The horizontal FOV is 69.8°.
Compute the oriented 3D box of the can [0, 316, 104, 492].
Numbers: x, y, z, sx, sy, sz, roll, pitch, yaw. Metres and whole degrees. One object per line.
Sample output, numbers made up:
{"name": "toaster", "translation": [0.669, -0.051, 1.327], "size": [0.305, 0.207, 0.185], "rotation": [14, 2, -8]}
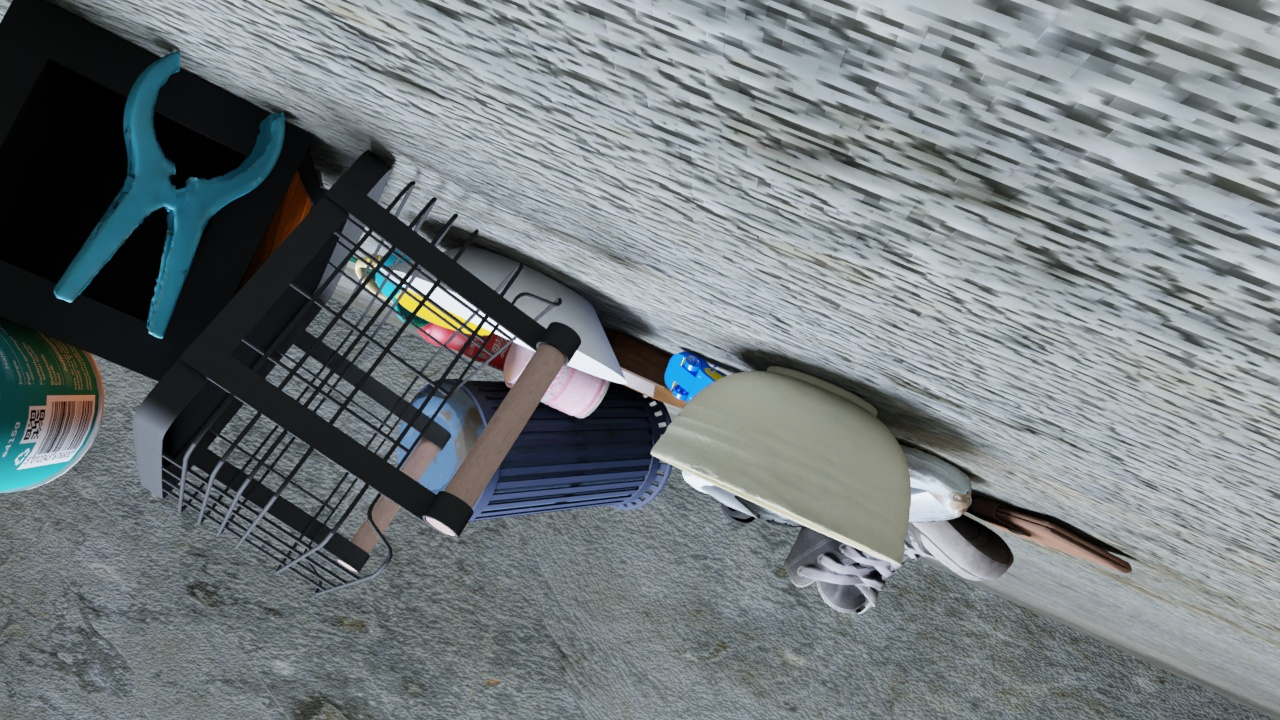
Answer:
{"name": "can", "translation": [-0.332, 0.020, 0.427], "size": [0.099, 0.099, 0.144], "rotation": [25, 174, -9]}

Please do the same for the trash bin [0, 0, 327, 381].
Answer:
{"name": "trash bin", "translation": [-0.275, -0.079, 0.512], "size": [0.139, 0.139, 0.172], "rotation": [26, 174, -15]}

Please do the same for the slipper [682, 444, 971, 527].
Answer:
{"name": "slipper", "translation": [0.134, 0.082, 0.695], "size": [0.111, 0.063, 0.264], "rotation": [28, 160, -21]}

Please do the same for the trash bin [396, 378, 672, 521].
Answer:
{"name": "trash bin", "translation": [-0.099, 0.083, 0.879], "size": [0.139, 0.139, 0.249], "rotation": [19, -169, 40]}

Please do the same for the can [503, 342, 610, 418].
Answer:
{"name": "can", "translation": [-0.073, 0.007, 0.804], "size": [0.076, 0.067, 0.067], "rotation": [26, 174, -26]}

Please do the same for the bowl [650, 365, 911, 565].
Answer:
{"name": "bowl", "translation": [0.088, 0.050, 0.518], "size": [0.151, 0.075, 0.151], "rotation": [24, 175, 2]}

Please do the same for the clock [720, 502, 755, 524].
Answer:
{"name": "clock", "translation": [0.109, 0.107, 0.865], "size": [0.042, 0.091, 0.121], "rotation": [15, 163, -16]}

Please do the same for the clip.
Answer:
{"name": "clip", "translation": [-0.225, -0.085, 0.406], "size": [0.030, 0.130, 0.120], "rotation": [21, 157, 49]}

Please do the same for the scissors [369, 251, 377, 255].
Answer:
{"name": "scissors", "translation": [-0.183, -0.064, 0.876], "size": [0.201, 0.015, 0.206], "rotation": [28, 174, -38]}

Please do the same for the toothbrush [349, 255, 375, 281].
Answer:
{"name": "toothbrush", "translation": [-0.329, -0.116, 0.975], "size": [0.016, 0.017, 0.190], "rotation": [22, 174, 16]}

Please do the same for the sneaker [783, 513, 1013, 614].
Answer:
{"name": "sneaker", "translation": [0.199, 0.157, 0.745], "size": [0.095, 0.120, 0.235], "rotation": [27, 177, -21]}

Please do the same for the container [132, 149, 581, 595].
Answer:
{"name": "container", "translation": [-0.153, 0.024, 0.486], "size": [0.130, 0.162, 0.242], "rotation": [37, 151, -13]}

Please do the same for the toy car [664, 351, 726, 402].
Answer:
{"name": "toy car", "translation": [0.069, 0.021, 0.613], "size": [0.092, 0.033, 0.061], "rotation": [39, -138, 23]}

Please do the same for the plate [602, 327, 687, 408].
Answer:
{"name": "plate", "translation": [-0.004, 0.004, 0.712], "size": [0.131, 0.025, 0.131], "rotation": [24, 174, 2]}

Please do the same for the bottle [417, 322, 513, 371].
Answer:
{"name": "bottle", "translation": [-0.138, -0.015, 0.858], "size": [0.141, 0.042, 0.042], "rotation": [22, 174, -8]}

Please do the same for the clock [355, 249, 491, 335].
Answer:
{"name": "clock", "translation": [-0.164, -0.053, 0.736], "size": [0.129, 0.043, 0.099], "rotation": [15, 163, 4]}

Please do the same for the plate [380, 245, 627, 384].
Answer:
{"name": "plate", "translation": [-0.081, -0.037, 0.601], "size": [0.174, 0.036, 0.174], "rotation": [24, 174, 2]}

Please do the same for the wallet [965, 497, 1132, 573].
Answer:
{"name": "wallet", "translation": [0.286, 0.125, 0.681], "size": [0.087, 0.013, 0.121], "rotation": [26, 175, -20]}
